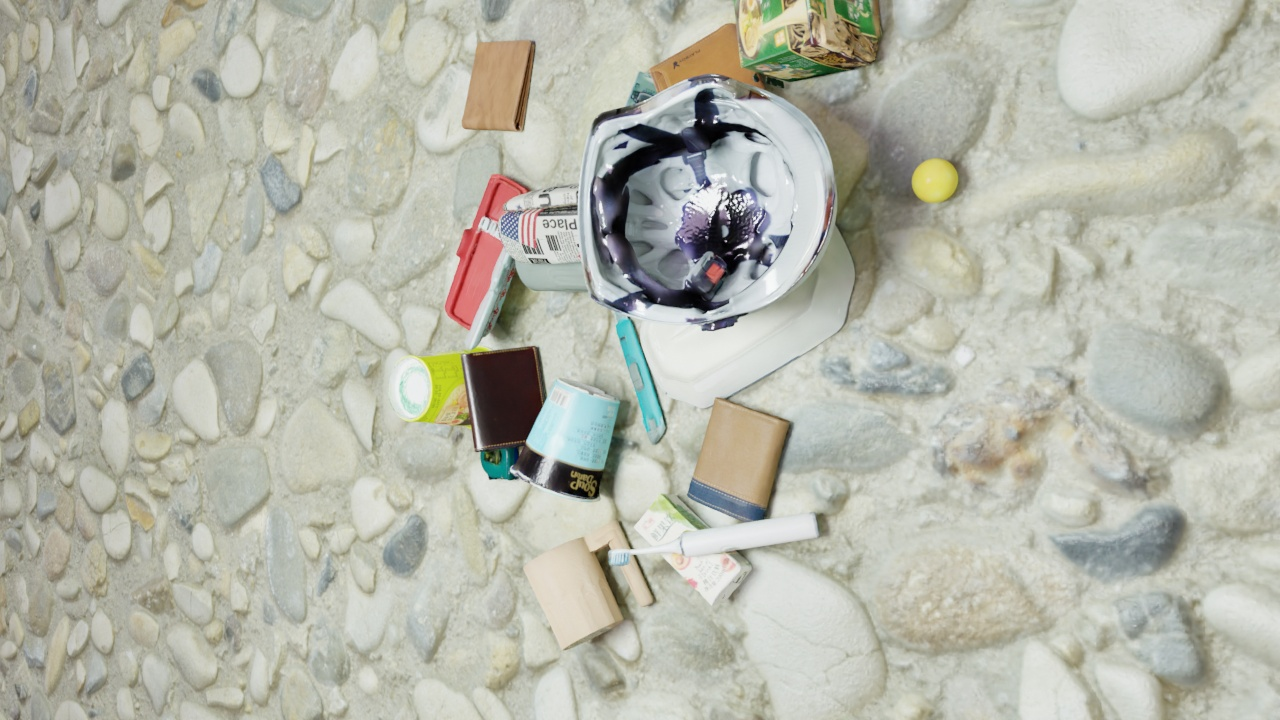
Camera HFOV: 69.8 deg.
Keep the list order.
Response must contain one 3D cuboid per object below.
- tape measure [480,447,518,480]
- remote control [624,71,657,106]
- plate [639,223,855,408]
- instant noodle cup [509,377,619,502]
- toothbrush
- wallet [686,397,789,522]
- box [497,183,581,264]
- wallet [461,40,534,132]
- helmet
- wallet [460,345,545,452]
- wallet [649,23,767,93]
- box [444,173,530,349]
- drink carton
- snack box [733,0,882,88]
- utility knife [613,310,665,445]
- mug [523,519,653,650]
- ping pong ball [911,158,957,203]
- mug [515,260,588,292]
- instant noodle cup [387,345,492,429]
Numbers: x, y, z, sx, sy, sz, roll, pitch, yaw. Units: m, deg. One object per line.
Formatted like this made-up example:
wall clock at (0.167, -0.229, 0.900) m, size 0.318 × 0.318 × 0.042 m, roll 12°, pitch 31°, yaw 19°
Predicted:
tape measure at (-0.180, 0.124, 1.167) m, size 0.055 × 0.025 × 0.058 m, roll -1°, pitch 88°, yaw 35°
remote control at (-0.004, -0.258, 1.049) m, size 0.056 × 0.019 × 0.135 m, roll 34°, pitch 108°, yaw 31°
plate at (0.097, -0.058, 0.963) m, size 0.266 × 0.034 × 0.162 m, roll -32°, pitch 71°, yaw 31°
instant noodle cup at (-0.078, 0.087, 1.053) m, size 0.111 × 0.111 × 0.120 m, roll 21°, pitch 93°, yaw 34°
toothbrush at (0.071, 0.184, 0.936) m, size 0.221 × 0.027 × 0.026 m, roll -12°, pitch 54°, yaw 14°
wallet at (0.102, 0.105, 0.960) m, size 0.090 × 0.033 × 0.115 m, roll 18°, pitch 99°, yaw 32°
box at (-0.080, -0.148, 1.000) m, size 0.162 × 0.075 × 0.086 m, roll 3°, pitch 103°, yaw 31°
wallet at (-0.184, -0.353, 1.182) m, size 0.101 × 0.020 × 0.115 m, roll 14°, pitch 95°, yaw 36°
helmet at (0.073, -0.138, 0.872) m, size 0.259 × 0.145 × 0.229 m, roll -6°, pitch 86°, yaw 26°
wallet at (-0.164, 0.046, 1.122) m, size 0.020 × 0.096 × 0.122 m, roll 146°, pitch 116°, yaw -71°
wallet at (0.068, -0.278, 0.962) m, size 0.119 × 0.035 × 0.130 m, roll -24°, pitch 60°, yaw 12°
box at (-0.183, -0.122, 1.148) m, size 0.157 × 0.069 × 0.201 m, roll 45°, pitch 116°, yaw 55°
drink carton at (0.056, 0.200, 0.981) m, size 0.122 × 0.045 × 0.053 m, roll 41°, pitch 100°, yaw 28°
snack box at (0.154, -0.333, 0.887) m, size 0.106 × 0.118 × 0.117 m, roll -10°, pitch 83°, yaw 45°
utility knife at (-0.006, 0.006, 1.050) m, size 0.029 × 0.013 × 0.185 m, roll -27°, pitch 74°, yaw 33°
mug at (-0.058, 0.258, 1.052) m, size 0.125 × 0.084 × 0.103 m, roll -29°, pitch 72°, yaw 4°
ping pong ball at (0.268, -0.164, 0.837) m, size 0.040 × 0.040 × 0.040 m, roll -1°, pitch 89°, yaw 36°
mug at (-0.074, -0.138, 1.069) m, size 0.103 × 0.083 × 0.123 m, roll 7°, pitch 68°, yaw 35°
instant noodle cup at (-0.247, 0.036, 1.156) m, size 0.112 × 0.123 × 0.111 m, roll -1°, pitch 89°, yaw 36°
